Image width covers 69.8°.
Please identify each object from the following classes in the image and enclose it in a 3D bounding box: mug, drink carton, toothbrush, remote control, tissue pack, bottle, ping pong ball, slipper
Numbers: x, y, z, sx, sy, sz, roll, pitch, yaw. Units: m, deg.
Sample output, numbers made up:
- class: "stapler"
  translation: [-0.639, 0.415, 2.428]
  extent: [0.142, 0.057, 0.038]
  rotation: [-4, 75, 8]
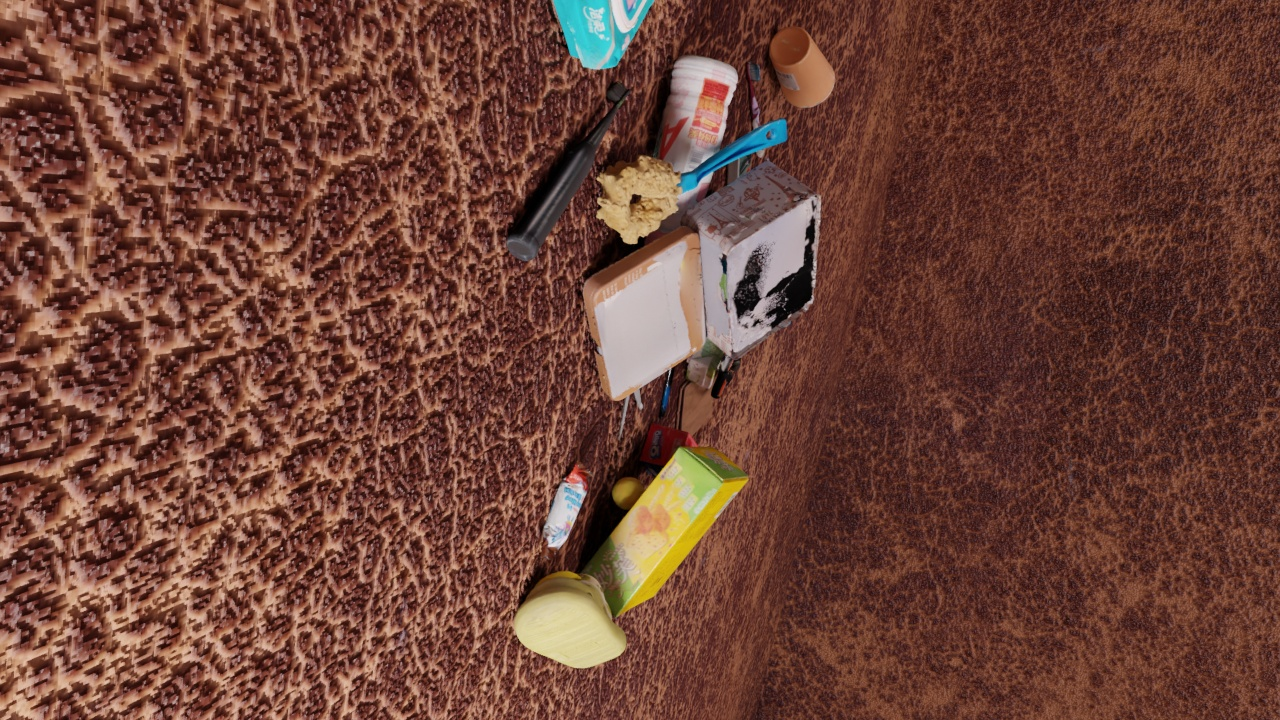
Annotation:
- class: "mug"
  translation: [0.224, -0.416, 1.294]
  extent: [0.122, 0.078, 0.078]
  rotation: [17, 89, -66]
- class: "drink carton"
  translation: [0.105, -0.026, 1.299]
  extent: [0.054, 0.045, 0.122]
  rotation: [100, 17, -58]
- class: "toothbrush"
  translation: [-0.054, -0.166, 0.770]
  extent: [0.026, 0.027, 0.212]
  rotation: [-26, -148, 51]
- class: "remote control"
  translation: [0.135, -0.236, 1.259]
  extent: [0.056, 0.019, 0.135]
  rotation: [-57, 154, -43]
- class: "tissue pack"
  translation: [-0.021, -0.304, 0.710]
  extent: [0.093, 0.050, 0.133]
  rotation: [70, 39, -58]
- class: "bottle"
  translation: [0.046, -0.210, 0.951]
  extent: [0.068, 0.068, 0.197]
  rotation: [-9, 114, -70]
- class: "toothbrush"
  translation: [0.047, -0.009, 1.197]
  extent: [0.014, 0.016, 0.190]
  rotation: [-20, 125, -58]
- class: "ping pong ball"
  translation: [-0.014, 0.162, 1.117]
  extent: [0.040, 0.040, 0.040]
  rotation: [16, 89, -71]
- class: "slipper"
  translation: [-0.077, 0.275, 0.993]
  extent: [0.190, 0.092, 0.081]
  rotation: [61, 7, -52]
- class: "toothbrush"
  translation: [0.161, -0.339, 1.255]
  extent: [0.188, 0.017, 0.016]
  rotation: [67, 43, -61]

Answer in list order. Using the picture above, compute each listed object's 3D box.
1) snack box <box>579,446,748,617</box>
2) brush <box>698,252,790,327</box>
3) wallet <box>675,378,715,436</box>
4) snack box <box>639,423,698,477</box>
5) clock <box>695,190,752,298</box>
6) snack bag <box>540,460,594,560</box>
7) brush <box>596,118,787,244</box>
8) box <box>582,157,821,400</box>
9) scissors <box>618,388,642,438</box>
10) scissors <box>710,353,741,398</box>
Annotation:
- class: "snack box"
  translation: [0.031, 0.203, 1.124]
  extent: [0.210, 0.070, 0.157]
  rotation: [-52, 163, 8]
- class: "brush"
  translation: [0.127, -0.086, 1.142]
  extent: [0.313, 0.061, 0.109]
  rotation: [-15, 117, -61]
- class: "wallet"
  translation: [0.080, 0.060, 1.345]
  extent: [0.115, 0.020, 0.101]
  rotation: [-44, 143, -52]
- class: "snack box"
  translation: [0.053, 0.146, 1.275]
  extent: [0.207, 0.057, 0.058]
  rotation: [56, 50, -66]
- class: "clock"
  translation: [0.104, -0.151, 1.181]
  extent: [0.161, 0.056, 0.115]
  rotation: [77, 33, -55]
- class: "snack bag"
  translation: [-0.079, 0.156, 0.951]
  extent: [0.045, 0.026, 0.105]
  rotation: [61, 50, -69]
- class: "brush"
  translation: [0.056, -0.188, 0.902]
  extent: [0.254, 0.046, 0.083]
  rotation: [-31, 128, -31]
- class: "box"
  translation: [0.064, -0.072, 0.960]
  extent: [0.259, 0.082, 0.177]
  rotation: [-32, 144, -18]
- class: "scissors"
  translation: [-0.009, 0.007, 1.054]
  extent: [0.174, 0.012, 0.162]
  rotation: [42, 65, -70]
- class: "scissors"
  translation: [0.114, 0.020, 1.249]
  extent: [0.149, 0.022, 0.234]
  rotation: [-68, 171, 21]
